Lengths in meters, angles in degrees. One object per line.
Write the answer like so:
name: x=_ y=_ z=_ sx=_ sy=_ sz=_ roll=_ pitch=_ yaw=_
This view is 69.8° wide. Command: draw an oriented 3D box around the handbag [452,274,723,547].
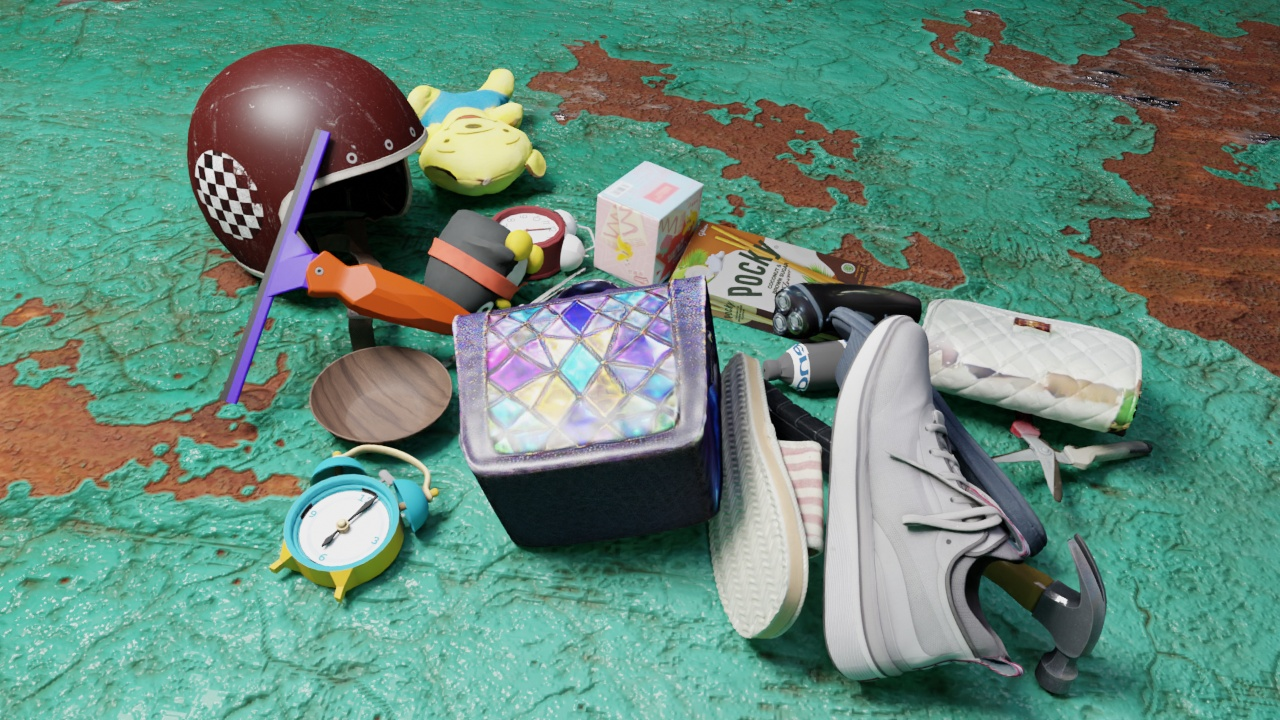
handbag: x=-0.038 y=0.021 z=0.733 sx=0.205 sy=0.126 sz=0.221 roll=-9 pitch=50 yaw=5

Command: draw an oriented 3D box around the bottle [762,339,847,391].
bottle: x=0.171 y=0.005 z=0.873 sx=0.112 sy=0.047 sz=0.047 roll=-5 pitch=43 yaw=-12

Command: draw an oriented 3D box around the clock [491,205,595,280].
clock: x=-0.111 y=-0.129 z=0.991 sx=0.124 sy=0.044 sz=0.087 roll=-7 pitch=43 yaw=-12

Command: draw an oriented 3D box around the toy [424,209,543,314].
toy: x=-0.165 y=-0.084 z=0.898 sx=0.100 sy=0.097 sz=0.119 roll=30 pitch=87 yaw=8

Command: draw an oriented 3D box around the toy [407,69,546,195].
toy: x=-0.201 y=-0.265 z=1.105 sx=0.149 sy=0.084 sz=0.213 roll=-15 pitch=46 yaw=-12

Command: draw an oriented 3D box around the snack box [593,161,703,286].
snack box: x=0.008 y=-0.144 z=0.983 sx=0.079 sy=0.095 sz=0.092 roll=27 pitch=45 yaw=21

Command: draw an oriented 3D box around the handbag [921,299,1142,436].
handbag: x=0.353 y=-0.002 z=0.852 sx=0.195 sy=0.073 sz=0.138 roll=14 pitch=30 yaw=17

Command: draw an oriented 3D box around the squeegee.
squeegee: x=-0.230 y=-0.058 z=0.805 sx=0.184 sy=0.055 sz=0.249 roll=20 pitch=78 yaw=-24

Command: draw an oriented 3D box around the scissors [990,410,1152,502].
scissors: x=0.383 y=0.073 z=0.826 sx=0.179 sy=0.015 sz=0.199 roll=14 pitch=31 yaw=-1

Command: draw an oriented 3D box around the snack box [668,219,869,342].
snack box: x=0.134 y=-0.080 z=0.960 sx=0.186 sy=0.032 sz=0.100 roll=18 pitch=53 yaw=13

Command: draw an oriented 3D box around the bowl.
bowl: x=-0.224 y=0.038 z=0.800 sx=0.119 sy=0.032 sz=0.119 roll=3 pitch=42 yaw=-3

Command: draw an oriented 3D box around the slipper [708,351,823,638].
slipper: x=0.097 y=0.096 z=0.720 sx=0.052 sy=0.115 sz=0.262 roll=16 pitch=38 yaw=-17

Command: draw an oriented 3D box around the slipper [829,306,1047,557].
slipper: x=0.225 y=0.066 z=0.774 sx=0.082 sy=0.101 sz=0.263 roll=-37 pitch=66 yaw=3

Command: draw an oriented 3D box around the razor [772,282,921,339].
razor: x=0.197 y=-0.044 z=0.874 sx=0.140 sy=0.053 sz=0.063 roll=2 pitch=35 yaw=1

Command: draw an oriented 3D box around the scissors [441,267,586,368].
scissors: x=-0.123 y=-0.035 z=0.851 sx=0.164 sy=0.014 sz=0.142 roll=-38 pitch=11 yaw=-18

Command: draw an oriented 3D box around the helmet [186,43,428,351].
helmet: x=-0.324 y=-0.179 z=0.914 sx=0.234 sy=0.254 sz=0.232 roll=9 pitch=32 yaw=16

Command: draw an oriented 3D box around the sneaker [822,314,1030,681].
sneaker: x=0.203 y=0.093 z=0.641 sx=0.129 sy=0.096 sz=0.262 roll=-1 pitch=75 yaw=28

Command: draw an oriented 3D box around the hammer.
hammer: x=0.206 y=0.110 z=0.725 sx=0.025 sy=0.118 sz=0.333 roll=-19 pitch=42 yaw=-37

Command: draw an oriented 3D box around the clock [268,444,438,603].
clock: x=-0.219 y=0.119 z=0.705 sx=0.099 sy=0.044 sz=0.129 roll=18 pitch=50 yaw=13
